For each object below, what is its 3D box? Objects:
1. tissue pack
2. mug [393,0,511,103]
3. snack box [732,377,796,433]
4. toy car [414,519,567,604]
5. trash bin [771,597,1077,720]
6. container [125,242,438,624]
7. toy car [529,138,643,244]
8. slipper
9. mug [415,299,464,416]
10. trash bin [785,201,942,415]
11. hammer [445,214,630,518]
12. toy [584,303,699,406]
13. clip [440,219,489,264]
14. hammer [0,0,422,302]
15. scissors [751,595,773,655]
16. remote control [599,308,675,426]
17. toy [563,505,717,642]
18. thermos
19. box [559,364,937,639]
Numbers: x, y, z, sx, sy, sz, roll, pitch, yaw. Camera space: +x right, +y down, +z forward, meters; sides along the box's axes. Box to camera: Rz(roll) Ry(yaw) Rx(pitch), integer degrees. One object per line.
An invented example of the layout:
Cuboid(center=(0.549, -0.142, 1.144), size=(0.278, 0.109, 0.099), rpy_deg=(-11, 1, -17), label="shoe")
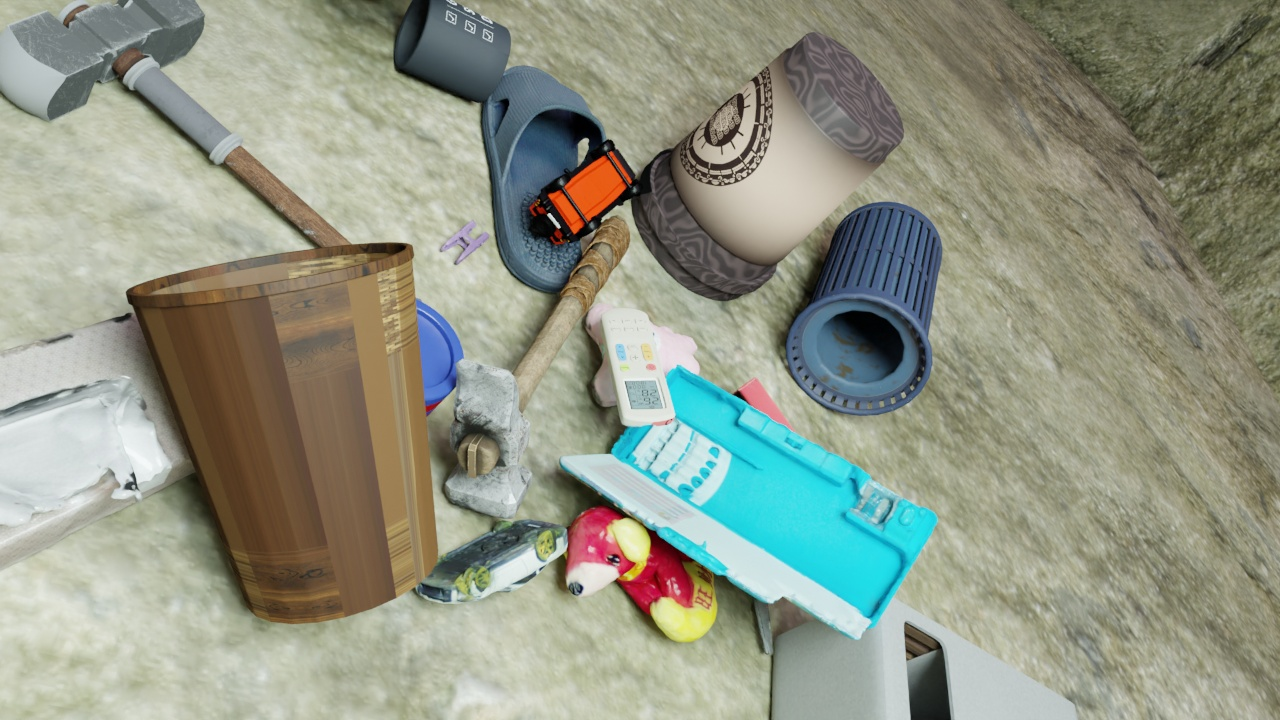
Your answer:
Cuboid(center=(-0.295, 0.045, 0.432), size=(0.104, 0.071, 0.180), rpy_deg=(53, 35, 4), label="tissue pack")
Cuboid(center=(-0.171, -0.283, 0.816), size=(0.077, 0.071, 0.105), rpy_deg=(16, 23, -35), label="mug")
Cuboid(center=(0.125, 0.078, 0.796), size=(0.021, 0.089, 0.133), rpy_deg=(-34, 84, -7), label="snack box")
Cuboid(center=(-0.093, 0.128, 0.575), size=(0.105, 0.048, 0.033), rpy_deg=(-18, 107, -50), label="toy car")
Cuboid(center=(0.218, 0.288, 0.687), size=(0.228, 0.115, 0.114), rpy_deg=(32, 42, -21), label="trash bin")
Cuboid(center=(-0.168, 0.034, 0.470), size=(0.131, 0.132, 0.167), rpy_deg=(-26, 114, -50), label="container")
Cuboid(center=(-0.046, -0.134, 0.745), size=(0.100, 0.049, 0.051), rpy_deg=(-46, 107, -35), label="toy car")
Cuboid(center=(-0.079, -0.183, 0.806), size=(0.101, 0.083, 0.263), rpy_deg=(19, 50, -32), label="slipper")
Cuboid(center=(-0.171, -0.006, 0.579), size=(0.074, 0.076, 0.112), rpy_deg=(-22, 76, -50), label="mug")
Cuboid(center=(0.250, -0.068, 0.987), size=(0.139, 0.140, 0.248), rpy_deg=(43, 38, -9), label="trash bin")
Cuboid(center=(-0.061, -0.026, 0.678), size=(0.049, 0.122, 0.317), rpy_deg=(14, 37, 8), label="hammer")
Cuboid(center=(0.003, -0.004, 0.757), size=(0.095, 0.053, 0.099), rpy_deg=(2, 54, -12), label="toy")
Cuboid(center=(-0.137, -0.093, 0.733), size=(0.037, 0.013, 0.053), rpy_deg=(34, 39, -21), label="clip")
Cuboid(center=(-0.251, -0.117, 0.625), size=(0.322, 0.043, 0.155), rpy_deg=(43, 39, -13), label="hammer")
Cuboid(center=(0.085, 0.154, 0.748), size=(0.090, 0.014, 0.171), rpy_deg=(37, 39, -13), label="scissors")
Cuboid(center=(-0.004, 0.004, 0.687), size=(0.038, 0.018, 0.125), rpy_deg=(-1, 42, -12), label="remote control")
Cuboid(center=(0.004, 0.139, 0.647), size=(0.137, 0.067, 0.105), rpy_deg=(32, 33, -34), label="toy")
Cuboid(center=(0.122, -0.185, 0.883), size=(0.172, 0.227, 0.172), rpy_deg=(25, 45, -28), label="thermos")
Cuboid(center=(0.072, 0.109, 0.650), size=(0.227, 0.084, 0.171), rpy_deg=(30, 42, 22), label="box")
